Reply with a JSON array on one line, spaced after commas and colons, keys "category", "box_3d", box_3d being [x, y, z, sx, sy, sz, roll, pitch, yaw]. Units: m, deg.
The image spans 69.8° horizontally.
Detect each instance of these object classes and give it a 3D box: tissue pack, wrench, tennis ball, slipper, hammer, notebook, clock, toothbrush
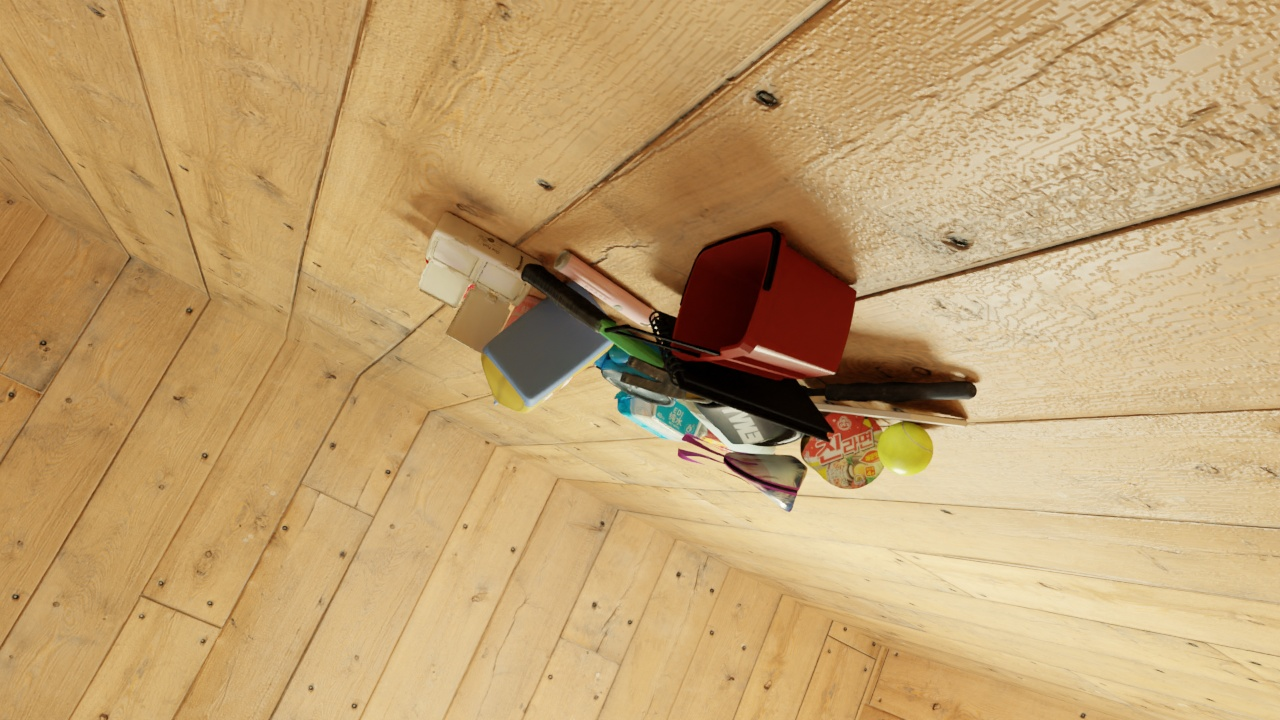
[{"category": "tissue pack", "box_3d": [0.035, 0.084, 1.491, 0.144, 0.061, 0.093, 32, 162, -34]}, {"category": "wrench", "box_3d": [0.241, 0.036, 1.022, 0.073, 0.022, 0.274, 5, 175, -44]}, {"category": "tennis ball", "box_3d": [0.321, 0.107, 1.111, 0.065, 0.065, 0.065, 23, 165, 7]}, {"category": "slipper", "box_3d": [0.144, 0.080, 1.204, 0.111, 0.083, 0.268, -16, 150, 24]}, {"category": "hammer", "box_3d": [-0.039, -0.038, 1.044, 0.130, 0.032, 0.319, 4, -156, -45]}, {"category": "notebook", "box_3d": [0.244, 0.057, 1.050, 0.210, 0.009, 0.142, 5, 177, 43]}, {"category": "clock", "box_3d": [-0.008, 0.008, 1.314, 0.161, 0.060, 0.117, 33, 164, -22]}, {"category": "toothbrush", "box_3d": [-0.012, -0.066, 1.133, 0.222, 0.026, 0.027, 33, 154, -26]}, {"category": "notebook", "box_3d": [0.098, 0.009, 0.980, 0.169, 0.019, 0.231, 20, -164, -12]}]

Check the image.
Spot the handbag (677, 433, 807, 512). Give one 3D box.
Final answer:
[{"category": "handbag", "box_3d": [0.133, 0.143, 1.258, 0.170, 0.068, 0.144, 20, -175, -6]}]

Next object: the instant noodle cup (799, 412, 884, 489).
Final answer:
[{"category": "instant noodle cup", "box_3d": [0.259, 0.116, 1.207, 0.100, 0.100, 0.112, 26, 174, -1]}]

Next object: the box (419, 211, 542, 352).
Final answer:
[{"category": "box", "box_3d": [-0.226, -0.092, 1.203, 0.145, 0.100, 0.187, 27, 138, -9]}]

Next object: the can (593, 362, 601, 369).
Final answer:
[{"category": "can", "box_3d": [-0.031, 0.014, 1.418, 0.080, 0.031, 0.032, 30, 164, -15]}]

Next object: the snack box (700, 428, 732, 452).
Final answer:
[{"category": "snack box", "box_3d": [0.157, 0.143, 1.547, 0.133, 0.021, 0.089, 30, 165, -39]}]

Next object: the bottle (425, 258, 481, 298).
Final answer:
[{"category": "bottle", "box_3d": [-0.255, -0.117, 1.315, 0.042, 0.041, 0.141, 16, 162, 30]}]

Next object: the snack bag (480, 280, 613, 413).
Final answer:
[{"category": "snack bag", "box_3d": [-0.130, -0.005, 1.238, 0.102, 0.158, 0.206, 51, 162, 2]}]

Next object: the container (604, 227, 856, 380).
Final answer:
[{"category": "container", "box_3d": [0.079, -0.053, 0.844, 0.200, 0.127, 0.148, 21, 168, -24]}]

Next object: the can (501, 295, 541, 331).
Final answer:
[{"category": "can", "box_3d": [-0.162, -0.047, 1.336, 0.067, 0.076, 0.067, 24, 165, 7]}]

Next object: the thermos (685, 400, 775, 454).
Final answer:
[{"category": "thermos", "box_3d": [0.138, 0.091, 1.348, 0.078, 0.065, 0.207, -26, 142, 17]}]
